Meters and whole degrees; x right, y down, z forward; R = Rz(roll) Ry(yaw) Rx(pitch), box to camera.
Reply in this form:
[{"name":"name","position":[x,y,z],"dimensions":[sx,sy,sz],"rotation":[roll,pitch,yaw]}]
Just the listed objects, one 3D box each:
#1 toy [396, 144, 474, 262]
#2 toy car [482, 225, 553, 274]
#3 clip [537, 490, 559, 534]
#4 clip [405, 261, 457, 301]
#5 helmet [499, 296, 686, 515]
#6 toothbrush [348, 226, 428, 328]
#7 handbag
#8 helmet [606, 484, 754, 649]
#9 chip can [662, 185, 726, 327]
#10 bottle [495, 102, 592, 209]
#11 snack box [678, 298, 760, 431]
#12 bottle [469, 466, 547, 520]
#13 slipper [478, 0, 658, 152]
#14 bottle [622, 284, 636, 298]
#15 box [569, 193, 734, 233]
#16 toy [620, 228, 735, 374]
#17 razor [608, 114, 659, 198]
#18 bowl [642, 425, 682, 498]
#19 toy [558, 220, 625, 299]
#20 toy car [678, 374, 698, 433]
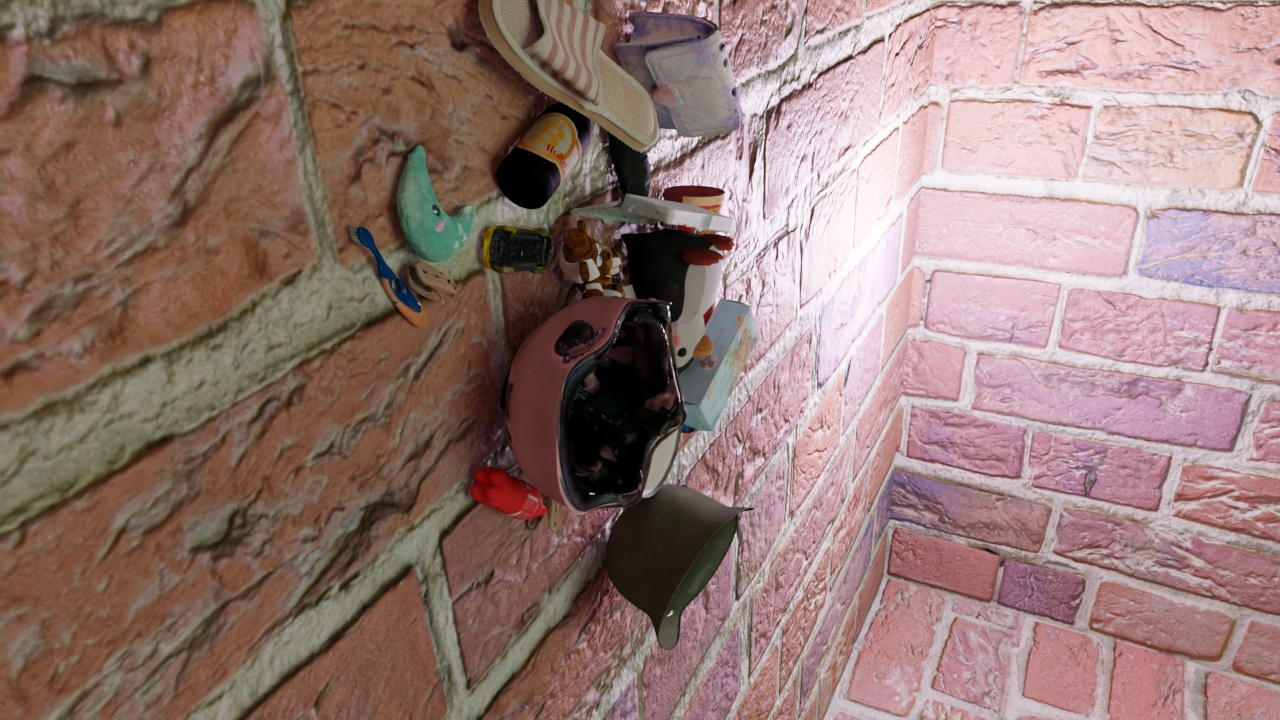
[{"name":"toy","position":[-0.185,-0.132,0.825],"dimensions":[0.105,0.033,0.084],"rotation":[58,38,-53]},{"name":"toy car","position":[-0.126,-0.115,0.952],"dimensions":[0.106,0.030,0.049],"rotation":[-7,105,-61]},{"name":"clip","position":[-0.108,0.177,1.101],"dimensions":[0.049,0.061,0.026],"rotation":[-42,143,-11]},{"name":"clip","position":[-0.188,-0.072,0.837],"dimensions":[0.061,0.049,0.026],"rotation":[112,-35,-60]},{"name":"helmet","position":[-0.062,0.040,1.005],"dimensions":[0.254,0.153,0.230],"rotation":[-58,150,-34]},{"name":"toothbrush","position":[-0.218,-0.071,0.803],"dimensions":[0.021,0.017,0.135],"rotation":[-61,152,-25]},{"name":"handbag","position":[0.051,-0.342,1.110],"dimensions":[0.069,0.127,0.158],"rotation":[-67,153,-18]},{"name":"helmet","position":[0.041,0.265,1.296],"dimensions":[0.227,0.154,0.267],"rotation":[-61,155,4]},{"name":"chip can","position":[0.072,-0.132,1.285],"dimensions":[0.086,0.087,0.214],"rotation":[-34,131,-55]},{"name":"bottle","position":[-0.082,-0.236,0.959],"dimensions":[0.181,0.059,0.059],"rotation":[-60,149,-34]},{"name":"snack box","position":[0.104,0.006,1.265],"dimensions":[0.174,0.053,0.075],"rotation":[-62,149,-24]},{"name":"bottle","position":[-0.140,0.151,1.017],"dimensions":[0.141,0.042,0.042],"rotation":[45,60,-60]},{"name":"slipper","position":[-0.055,-0.295,0.919],"dimensions":[0.262,0.052,0.115],"rotation":[24,54,-50]},{"name":"bottle","position":[-0.007,0.007,1.137],"dimensions":[0.052,0.053,0.195],"rotation":[-25,99,-59]},{"name":"box","position":[0.020,-0.177,1.102],"dimensions":[0.196,0.136,0.044],"rotation":[-8,105,-63]},{"name":"toy","position":[0.033,-0.071,1.188],"dimensions":[0.158,0.140,0.184],"rotation":[-48,148,-60]},{"name":"razor","position":[-0.003,-0.248,1.109],"dimensions":[0.052,0.064,0.141],"rotation":[-52,147,-40]},{"name":"bowl","position":[-0.007,0.103,1.235],"dimensions":[0.153,0.073,0.153],"rotation":[-33,129,-55]},{"name":"toy","position":[-0.058,-0.112,1.055],"dimensions":[0.113,0.067,0.087],"rotation":[73,11,-64]},{"name":"toy car","position":[0.070,0.061,1.409],"dimensions":[0.056,0.044,0.120],"rotation":[-58,147,-36]}]
